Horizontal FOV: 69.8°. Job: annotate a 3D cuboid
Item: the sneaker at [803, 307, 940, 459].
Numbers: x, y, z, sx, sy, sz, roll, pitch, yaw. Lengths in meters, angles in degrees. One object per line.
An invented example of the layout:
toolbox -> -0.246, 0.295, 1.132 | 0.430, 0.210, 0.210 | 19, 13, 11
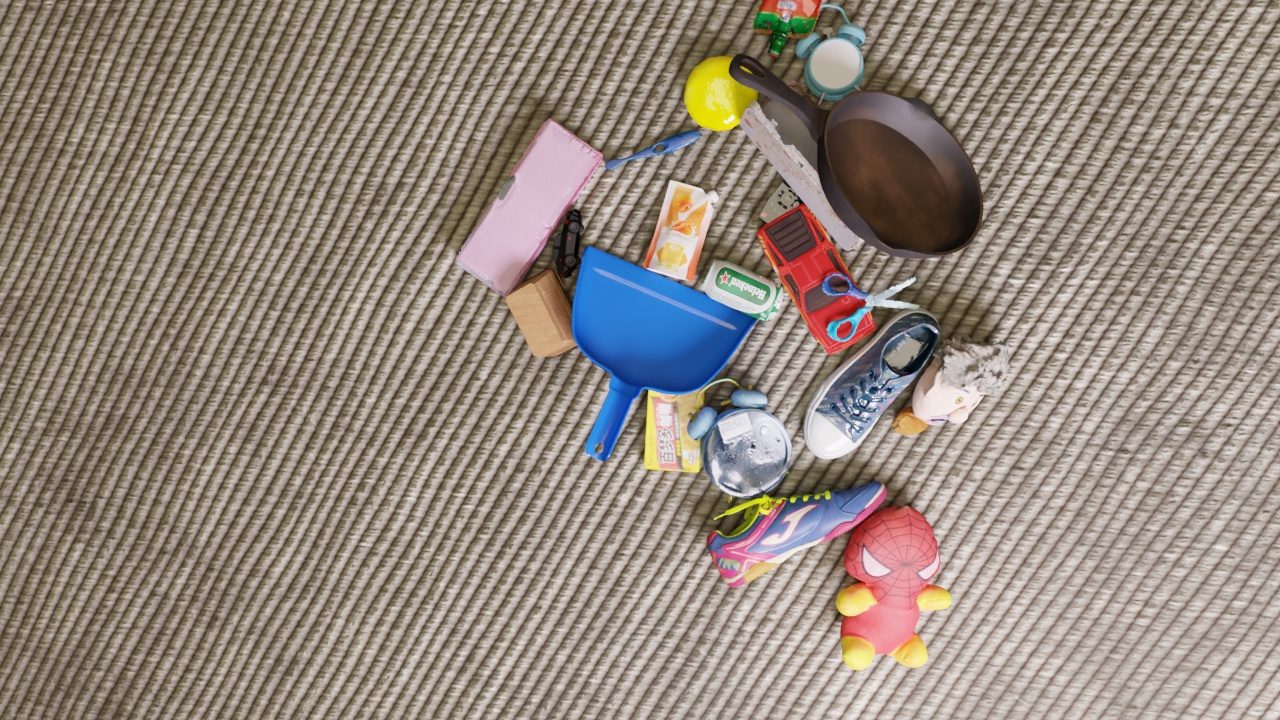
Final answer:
sneaker -> 0.293, 0.030, 1.168 | 0.087, 0.079, 0.236 | 39, 99, 1

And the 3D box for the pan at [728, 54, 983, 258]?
pan -> 0.250, -0.249, 1.088 | 0.356, 0.043, 0.248 | 30, 58, -10

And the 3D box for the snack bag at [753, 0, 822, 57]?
snack bag -> 0.188, -0.456, 1.146 | 0.087, 0.044, 0.155 | 20, 97, 32

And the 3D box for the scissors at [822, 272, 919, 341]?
scissors -> 0.286, -0.084, 1.147 | 0.133, 0.015, 0.103 | -26, 104, 5

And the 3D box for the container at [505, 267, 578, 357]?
container -> -0.127, -0.059, 1.214 | 0.063, 0.061, 0.114 | -26, 92, 26

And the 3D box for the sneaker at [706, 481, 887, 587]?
sneaker -> 0.199, 0.201, 1.184 | 0.242, 0.116, 0.091 | -28, 79, -2

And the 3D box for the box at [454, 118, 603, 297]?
box -> -0.149, -0.201, 1.218 | 0.098, 0.046, 0.233 | 38, 99, 3

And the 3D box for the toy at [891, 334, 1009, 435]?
toy -> 0.387, 0.040, 1.147 | 0.176, 0.132, 0.076 | -50, 44, 28

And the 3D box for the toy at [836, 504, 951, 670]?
toy -> 0.318, 0.286, 1.180 | 0.147, 0.099, 0.216 | 2, 99, -20

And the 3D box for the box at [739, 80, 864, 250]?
box -> 0.226, -0.246, 1.140 | 0.107, 0.095, 0.216 | -39, 89, -16

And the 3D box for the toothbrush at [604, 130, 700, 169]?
toothbrush -> 0.016, -0.276, 1.205 | 0.132, 0.016, 0.021 | -18, 94, 6

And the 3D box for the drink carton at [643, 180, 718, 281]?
drink carton -> 0.054, -0.171, 1.204 | 0.069, 0.039, 0.122 | 17, 92, 6

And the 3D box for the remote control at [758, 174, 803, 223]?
remote control -> 0.204, -0.226, 1.187 | 0.039, 0.010, 0.125 | 39, 99, 2

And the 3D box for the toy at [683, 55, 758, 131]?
toy -> 0.103, -0.342, 1.173 | 0.095, 0.041, 0.094 | -11, 97, 9

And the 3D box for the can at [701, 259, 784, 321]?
can -> 0.134, -0.091, 1.189 | 0.101, 0.053, 0.053 | 24, 98, 4

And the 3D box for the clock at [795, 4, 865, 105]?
clock -> 0.241, -0.387, 1.155 | 0.087, 0.042, 0.123 | -11, 89, 8

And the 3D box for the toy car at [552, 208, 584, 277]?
toy car -> -0.097, -0.156, 1.217 | 0.036, 0.042, 0.092 | 7, 97, 4

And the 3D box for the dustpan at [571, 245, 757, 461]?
dustpan -> -0.007, 0.007, 1.176 | 0.245, 0.059, 0.257 | 23, 82, 2

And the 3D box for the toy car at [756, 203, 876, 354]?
toy car -> 0.226, -0.103, 1.177 | 0.082, 0.056, 0.189 | -30, 94, 11

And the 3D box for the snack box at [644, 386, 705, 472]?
snack box -> 0.047, 0.072, 1.231 | 0.075, 0.025, 0.152 | 4, 96, 6

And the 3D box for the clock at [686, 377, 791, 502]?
clock -> 0.127, 0.100, 1.193 | 0.118, 0.060, 0.162 | -22, 100, -5
